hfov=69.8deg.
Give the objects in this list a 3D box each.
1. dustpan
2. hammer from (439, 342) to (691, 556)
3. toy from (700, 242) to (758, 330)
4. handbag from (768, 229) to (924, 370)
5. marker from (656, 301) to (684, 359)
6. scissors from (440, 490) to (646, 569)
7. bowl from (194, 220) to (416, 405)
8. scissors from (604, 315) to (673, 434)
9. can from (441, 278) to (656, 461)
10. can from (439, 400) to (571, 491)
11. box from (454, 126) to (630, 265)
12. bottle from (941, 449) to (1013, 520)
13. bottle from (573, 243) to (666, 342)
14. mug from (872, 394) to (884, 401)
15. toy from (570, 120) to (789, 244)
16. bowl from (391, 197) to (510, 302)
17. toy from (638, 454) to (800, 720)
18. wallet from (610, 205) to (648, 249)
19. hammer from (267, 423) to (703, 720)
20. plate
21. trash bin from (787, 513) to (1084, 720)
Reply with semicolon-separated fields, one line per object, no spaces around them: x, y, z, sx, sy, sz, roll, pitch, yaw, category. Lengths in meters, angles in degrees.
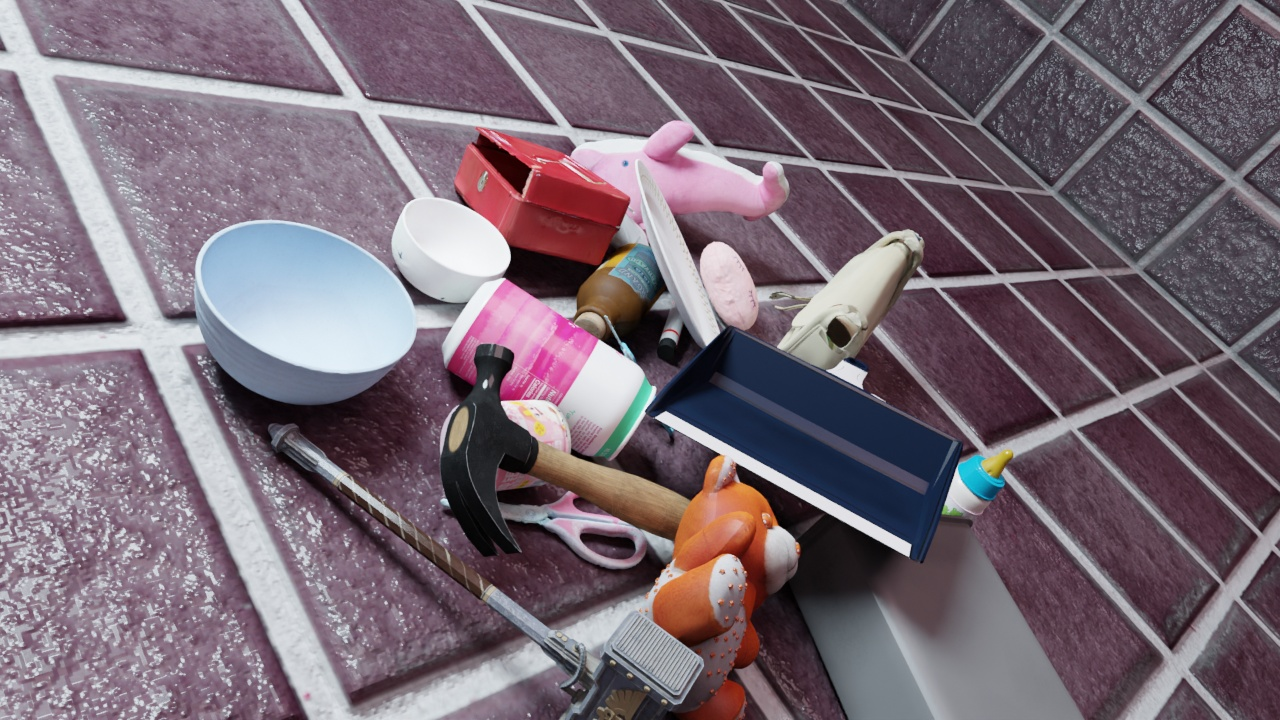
0.161;0.047;0.804;0.236;0.080;0.272;28;13;14;dustpan
-0.012;0.107;0.690;0.305;0.040;0.132;29;58;-37;hammer
0.106;-0.091;1.074;0.108;0.053;0.105;64;15;-13;toy
0.223;-0.067;1.063;0.132;0.185;0.228;37;49;6;handbag
0.039;-0.046;0.998;0.019;0.019;0.145;32;33;-8;marker
-0.071;0.120;0.694;0.174;0.017;0.076;15;41;-32;scissors
-0.245;-0.023;0.654;0.150;0.075;0.150;25;35;-19;bowl
-0.006;0.004;0.850;0.126;0.015;0.136;-119;-175;-61;scissors
-0.076;0.008;0.760;0.166;0.088;0.088;33;33;-6;can
-0.101;0.064;0.687;0.076;0.067;0.067;-1;48;-45;can
-0.099;-0.173;0.932;0.129;0.087;0.158;8;25;-35;box
0.316;0.136;0.911;0.051;0.147;0.051;24;35;-19;bottle
-0.025;-0.060;0.911;0.068;0.068;0.156;36;33;-1;bottle
0.223;0.103;0.926;0.121;0.091;0.089;48;29;-19;mug
0.044;-0.194;1.101;0.265;0.187;0.127;8;77;-5;toy
-0.175;-0.093;0.827;0.105;0.054;0.104;26;33;-18;bowl
0.059;0.160;0.644;0.093;0.164;0.172;4;36;18;toy
-0.018;-0.145;1.013;0.116;0.032;0.086;43;23;-56;wallet
-0.118;0.133;0.587;0.322;0.099;0.044;34;32;11;hammer
0.039;-0.091;0.946;0.242;0.016;0.242;-22;89;-80;plate
0.242;0.241;0.761;0.191;0.098;0.219;11;42;-34;trash bin
